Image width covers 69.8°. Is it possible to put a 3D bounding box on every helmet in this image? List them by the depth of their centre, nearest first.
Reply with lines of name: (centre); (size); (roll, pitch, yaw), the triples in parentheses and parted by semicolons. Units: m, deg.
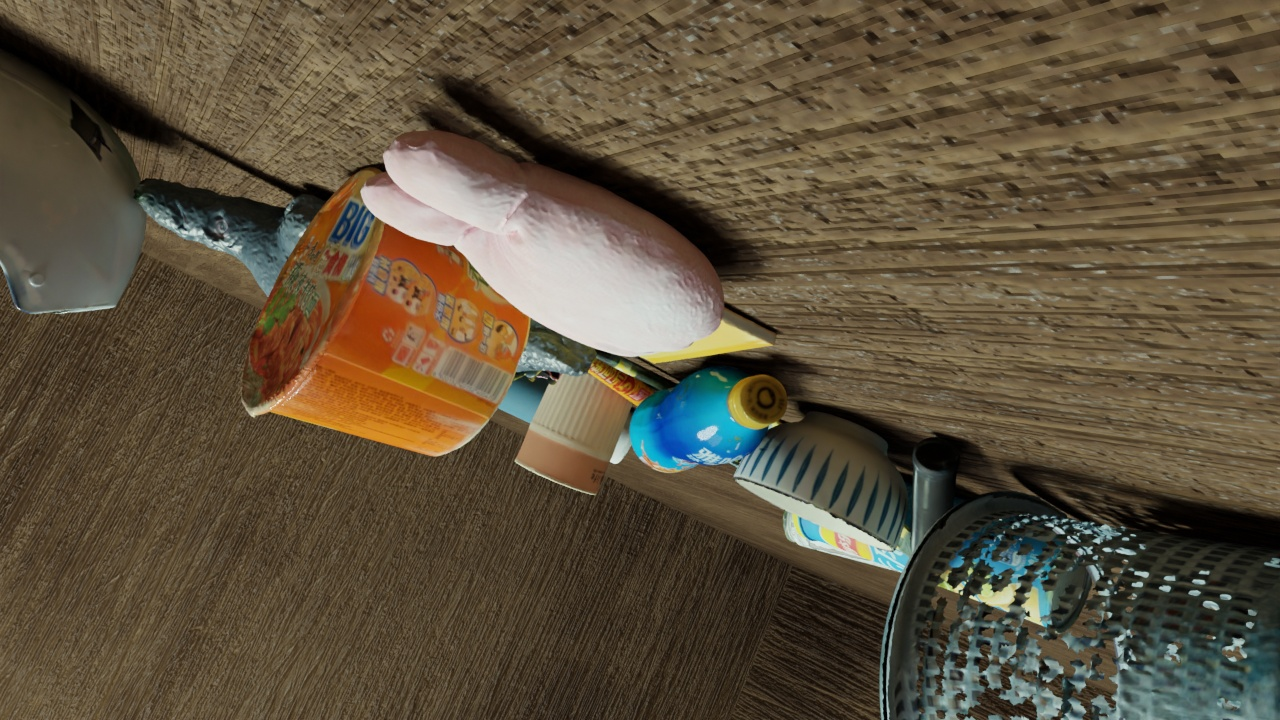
helmet: (-0.469, -0.148, 0.651); (0.258, 0.145, 0.229); (38, 165, -19)

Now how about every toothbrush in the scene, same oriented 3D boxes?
toothbrush: (0.190, 0.122, 0.609); (0.027, 0.026, 0.213); (34, 155, 34)
toothbrush: (-0.004, 0.004, 0.723); (0.185, 0.017, 0.012); (26, 168, -22)

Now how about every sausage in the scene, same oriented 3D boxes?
sausage: (-0.028, 0.009, 0.772); (0.021, 0.021, 0.165); (18, 169, 35)

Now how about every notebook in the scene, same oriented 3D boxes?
notebook: (-0.021, -0.036, 0.557); (0.146, 0.010, 0.206); (27, 170, -13)

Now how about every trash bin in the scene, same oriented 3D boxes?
trash bin: (0.272, 0.176, 0.464); (0.226, 0.226, 0.196); (29, 157, -24)

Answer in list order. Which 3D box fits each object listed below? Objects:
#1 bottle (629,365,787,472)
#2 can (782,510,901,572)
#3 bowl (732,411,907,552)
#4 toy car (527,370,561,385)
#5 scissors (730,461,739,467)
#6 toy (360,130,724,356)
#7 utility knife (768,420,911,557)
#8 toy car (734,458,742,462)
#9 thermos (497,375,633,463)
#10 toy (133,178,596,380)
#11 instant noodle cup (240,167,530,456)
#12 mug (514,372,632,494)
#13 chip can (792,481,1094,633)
bottle: (0.045, 0.040, 0.624); (0.065, 0.065, 0.219); (26, 166, -7)
can: (0.205, 0.152, 0.823); (0.147, 0.058, 0.058); (8, 162, 39)
bowl: (0.129, 0.076, 0.622); (0.116, 0.066, 0.116); (25, 171, 4)
toy car: (-0.104, -0.005, 0.835); (0.056, 0.037, 0.122); (25, 174, -20)
scissors: (0.096, 0.102, 0.873); (0.135, 0.017, 0.133); (41, -178, -23)
toy: (-0.040, -0.049, 0.400); (0.159, 0.054, 0.121); (28, 161, -23)
utility knife: (0.146, 0.090, 0.689); (0.162, 0.018, 0.031); (45, 147, 33)
toy car: (0.119, 0.090, 0.820); (0.049, 0.031, 0.106); (17, 172, 38)
thermos: (-0.110, 0.043, 1.030); (0.220, 0.070, 0.070); (27, 170, -12)
toy: (-0.198, -0.050, 0.679); (0.356, 0.091, 0.138); (22, 161, 5)
instant noodle cup: (-0.143, -0.018, 0.534); (0.111, 0.151, 0.151); (29, 170, -33)
mug: (-0.062, 0.060, 0.864); (0.081, 0.106, 0.114); (24, 176, -14)
chip can: (0.219, 0.132, 0.688); (0.210, 0.071, 0.071); (14, 166, 45)
